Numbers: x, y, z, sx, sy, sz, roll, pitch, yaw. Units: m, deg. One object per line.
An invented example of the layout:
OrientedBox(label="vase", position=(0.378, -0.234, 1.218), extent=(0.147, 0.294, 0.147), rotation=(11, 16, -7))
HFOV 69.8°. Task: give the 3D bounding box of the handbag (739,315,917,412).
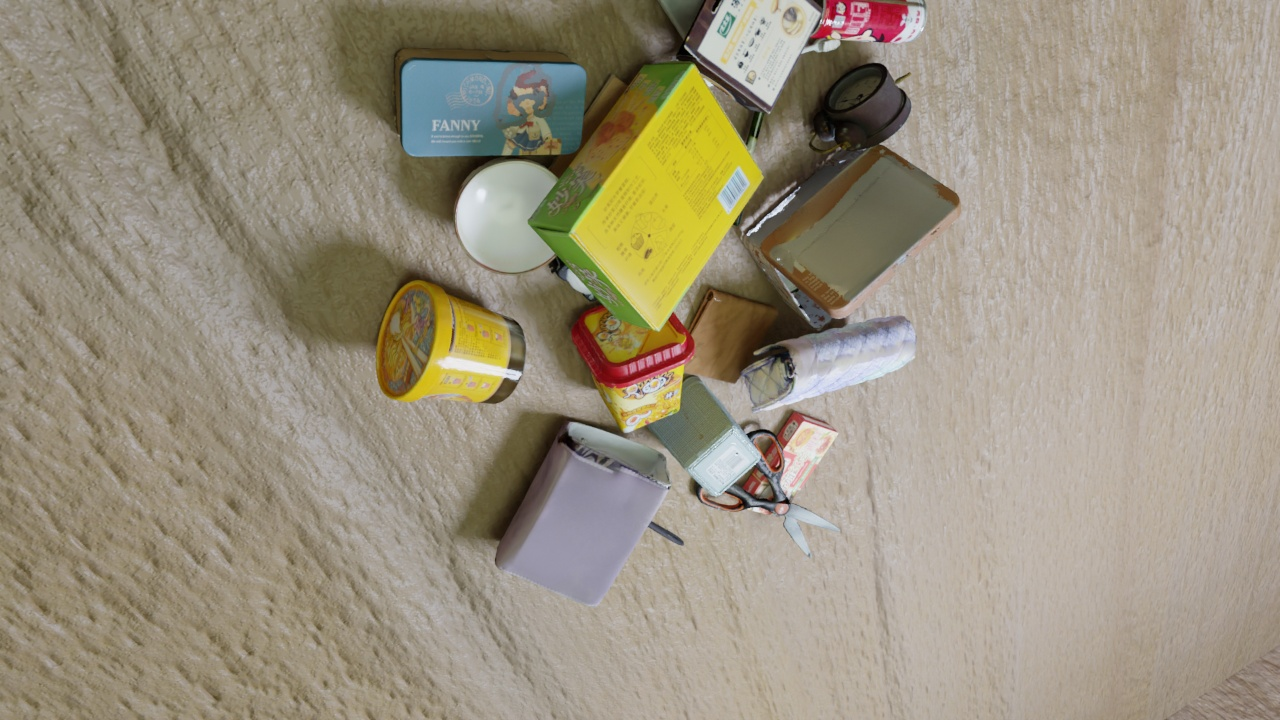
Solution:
OrientedBox(label="handbag", position=(0.224, 0.001, 1.121), extent=(0.193, 0.134, 0.075), rotation=(-14, 82, -27))

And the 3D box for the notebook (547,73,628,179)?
OrientedBox(label="notebook", position=(0.005, -0.182, 0.971), extent=(0.211, 0.012, 0.150), rotation=(27, 107, -37))

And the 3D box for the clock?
OrientedBox(label="clock", position=(0.234, -0.265, 0.988), extent=(0.122, 0.082, 0.055), rotation=(-44, 125, 3))

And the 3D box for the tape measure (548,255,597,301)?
OrientedBox(label="tape measure", position=(-0.053, -0.103, 0.971), extent=(0.066, 0.033, 0.065), rotation=(-43, 132, 16))

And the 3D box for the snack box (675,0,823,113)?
OrientedBox(label="snack box", position=(0.099, -0.316, 0.871), extent=(0.125, 0.053, 0.113), rotation=(25, 95, -33))

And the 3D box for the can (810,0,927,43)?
OrientedBox(label="can", position=(0.227, -0.356, 0.943), extent=(0.132, 0.053, 0.053), rotation=(-6, 122, -24))

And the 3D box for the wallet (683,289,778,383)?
OrientedBox(label="wallet", position=(0.101, -0.026, 1.116), extent=(0.101, 0.020, 0.115), rotation=(12, 117, -31))

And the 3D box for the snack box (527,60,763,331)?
OrientedBox(label="snack box", position=(0.011, -0.158, 0.889), extent=(0.209, 0.070, 0.157), rotation=(-56, 132, -14))

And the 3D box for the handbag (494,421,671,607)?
OrientedBox(label="handbag", position=(-0.071, 0.182, 1.110), extent=(0.145, 0.098, 0.197), rotation=(23, 110, -19))

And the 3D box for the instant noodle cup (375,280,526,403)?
OrientedBox(label="instant noodle cup", position=(-0.187, -0.010, 0.920), extent=(0.114, 0.118, 0.119), rotation=(13, 113, -41))

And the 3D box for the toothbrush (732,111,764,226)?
OrientedBox(label="toothbrush", position=(0.122, -0.234, 0.979), extent=(0.012, 0.017, 0.186), rotation=(-16, 125, -56))

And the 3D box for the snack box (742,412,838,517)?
OrientedBox(label="snack box", position=(0.203, 0.146, 1.274), extent=(0.075, 0.025, 0.153), rotation=(19, 110, -35))

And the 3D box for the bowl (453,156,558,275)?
OrientedBox(label="bowl", position=(-0.127, -0.146, 0.888), extent=(0.113, 0.062, 0.114), rotation=(-8, 120, -15))

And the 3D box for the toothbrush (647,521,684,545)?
OrientedBox(label="toothbrush", position=(0.001, 0.214, 1.221), extent=(0.018, 0.015, 0.181), rotation=(-45, 129, 13))

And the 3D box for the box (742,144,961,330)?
OrientedBox(label="box", position=(0.243, -0.124, 1.011), extent=(0.183, 0.193, 0.156), rotation=(-41, 131, 2))

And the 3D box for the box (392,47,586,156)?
OrientedBox(label="box", position=(-0.142, -0.234, 0.830), extent=(0.184, 0.060, 0.090), rotation=(-10, 123, -24))

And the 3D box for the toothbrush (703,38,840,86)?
OrientedBox(label="toothbrush", position=(0.129, -0.303, 0.931), extent=(0.179, 0.016, 0.016), rotation=(-22, 121, -21))

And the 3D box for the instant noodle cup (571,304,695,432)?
OrientedBox(label="instant noodle cup", position=(-0.006, 0.006, 1.029), extent=(0.116, 0.116, 0.124), rotation=(-22, 139, -14))

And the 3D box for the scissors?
OrientedBox(label="scissors", position=(0.182, 0.182, 1.248), extent=(0.221, 0.021, 0.211), rotation=(7, 112, -10))

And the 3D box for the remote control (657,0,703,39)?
OrientedBox(label="remote control", position=(0.056, -0.340, 0.887), extent=(0.056, 0.020, 0.136), rotation=(-42, 130, 3))

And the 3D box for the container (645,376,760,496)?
OrientedBox(label="container", position=(0.078, 0.096, 1.121), extent=(0.090, 0.111, 0.090), rotation=(-42, 130, 3))
